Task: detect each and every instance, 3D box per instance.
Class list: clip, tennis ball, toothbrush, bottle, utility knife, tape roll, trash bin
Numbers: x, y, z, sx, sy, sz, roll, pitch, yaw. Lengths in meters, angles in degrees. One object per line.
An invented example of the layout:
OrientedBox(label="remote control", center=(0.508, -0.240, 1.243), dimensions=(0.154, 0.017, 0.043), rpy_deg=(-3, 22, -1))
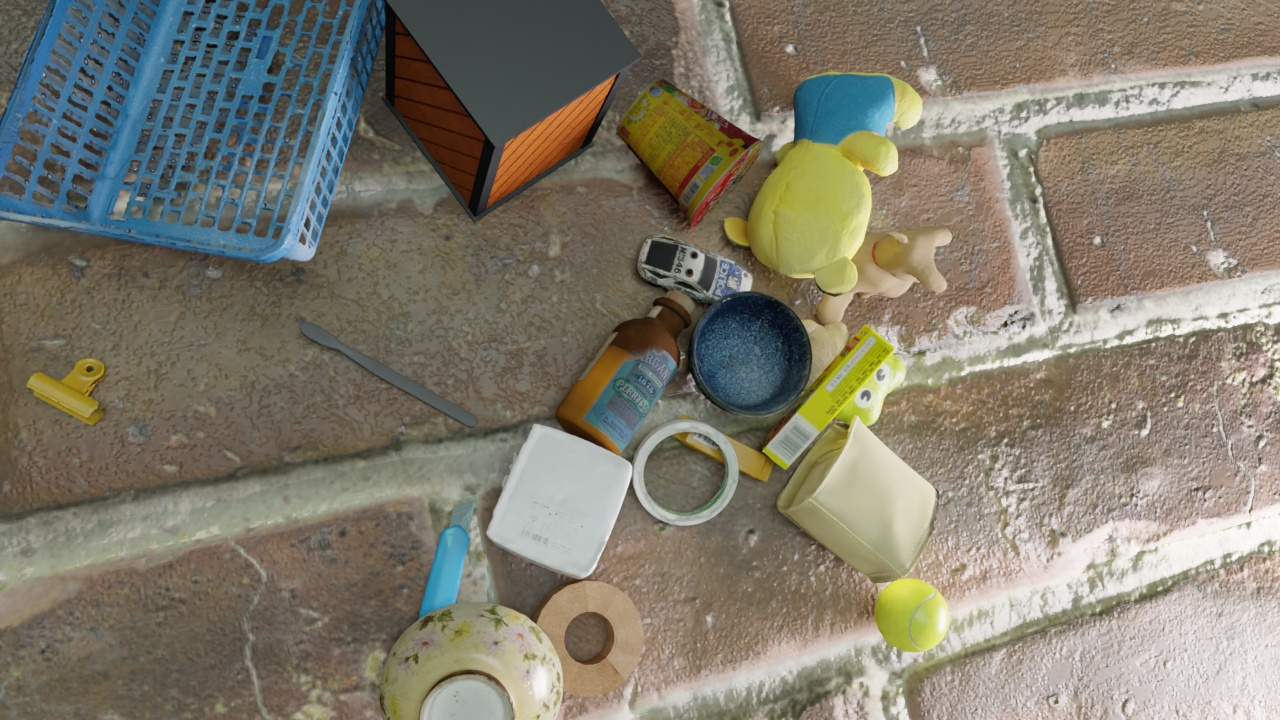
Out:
OrientedBox(label="clip", center=(-0.439, 0.022, 0.713), dimensions=(0.054, 0.046, 0.048), rpy_deg=(29, 109, -8))
OrientedBox(label="tennis ball", center=(0.247, 0.232, 0.835), dimensions=(0.065, 0.065, 0.065), rpy_deg=(3, 79, -15))
OrientedBox(label="toothbrush", center=(-0.212, 0.013, 0.779), dimensions=(0.167, 0.013, 0.012), rpy_deg=(30, 74, -9))
OrientedBox(label="bottle", center=(-0.005, 0.005, 0.807), dimensions=(0.068, 0.068, 0.156), rpy_deg=(37, 73, -6))
OrientedBox(label="utility knife", center=(-0.164, 0.200, 0.755), dimensions=(0.031, 0.015, 0.174), rpy_deg=(15, 82, -15))
OrientedBox(label="tape roll", center=(0.039, 0.099, 0.815), dimensions=(0.094, 0.018, 0.094), rpy_deg=(0, 94, -7))
OrientedBox(label="tape roll", center=(-0.046, 0.233, 0.776), dimensions=(0.094, 0.027, 0.094), rpy_deg=(3, 80, -15))
OrientedBox(label="trash bin", center=(-0.116, -0.235, 0.765), dimensions=(0.139, 0.172, 0.139), rpy_deg=(-37, 91, -18))

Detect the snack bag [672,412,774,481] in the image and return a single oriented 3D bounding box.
OrientedBox(label="snack bag", center=(0.076, 0.080, 0.840), dimensions=(0.099, 0.020, 0.026), rpy_deg=(27, 80, -9))

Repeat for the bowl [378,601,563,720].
OrientedBox(label="bowl", center=(-0.132, 0.267, 0.710), dimensions=(0.145, 0.063, 0.145), rpy_deg=(0, 94, -6))

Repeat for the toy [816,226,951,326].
OrientedBox(label="toy", center=(0.233, -0.096, 0.874), dimensions=(0.105, 0.108, 0.134), rpy_deg=(19, 75, -33))

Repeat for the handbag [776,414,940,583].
OrientedBox(label="handbag", center=(0.204, 0.128, 0.839), dimensions=(0.119, 0.081, 0.111), rpy_deg=(39, 66, -4))

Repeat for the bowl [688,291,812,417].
OrientedBox(label="bowl", center=(0.093, -0.002, 0.838), dimensions=(0.114, 0.061, 0.114), rpy_deg=(2, 81, -14))

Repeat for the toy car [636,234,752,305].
OrientedBox(label="toy car", center=(0.053, -0.082, 0.852), dimensions=(0.112, 0.041, 0.048), rpy_deg=(19, 77, -12))

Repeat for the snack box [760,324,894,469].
OrientedBox(label="snack box", center=(0.168, 0.033, 0.831), dimensions=(0.029, 0.040, 0.148), rpy_deg=(40, 100, -1))

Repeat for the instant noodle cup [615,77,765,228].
OrientedBox(label="instant noodle cup", center=(0.041, -0.199, 0.846), dimensions=(0.112, 0.100, 0.100), rpy_deg=(44, 72, 4))

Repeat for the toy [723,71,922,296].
OrientedBox(label="toy", center=(0.165, -0.174, 0.850), dimensions=(0.084, 0.149, 0.213), rpy_deg=(32, 79, -38))

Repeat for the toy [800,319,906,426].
OrientedBox(label="toy", center=(0.188, 0.005, 0.871), dimensions=(0.118, 0.043, 0.092), rpy_deg=(35, 84, -3))

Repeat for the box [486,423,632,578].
OrientedBox(label="box", center=(-0.072, 0.125, 0.786), dimensions=(0.102, 0.095, 0.107), rpy_deg=(22, 70, 1))

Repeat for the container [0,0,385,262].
OrientedBox(label="container", center=(-0.324, -0.247, 0.722), dimensions=(0.257, 0.089, 0.361), rpy_deg=(10, 77, 10))
